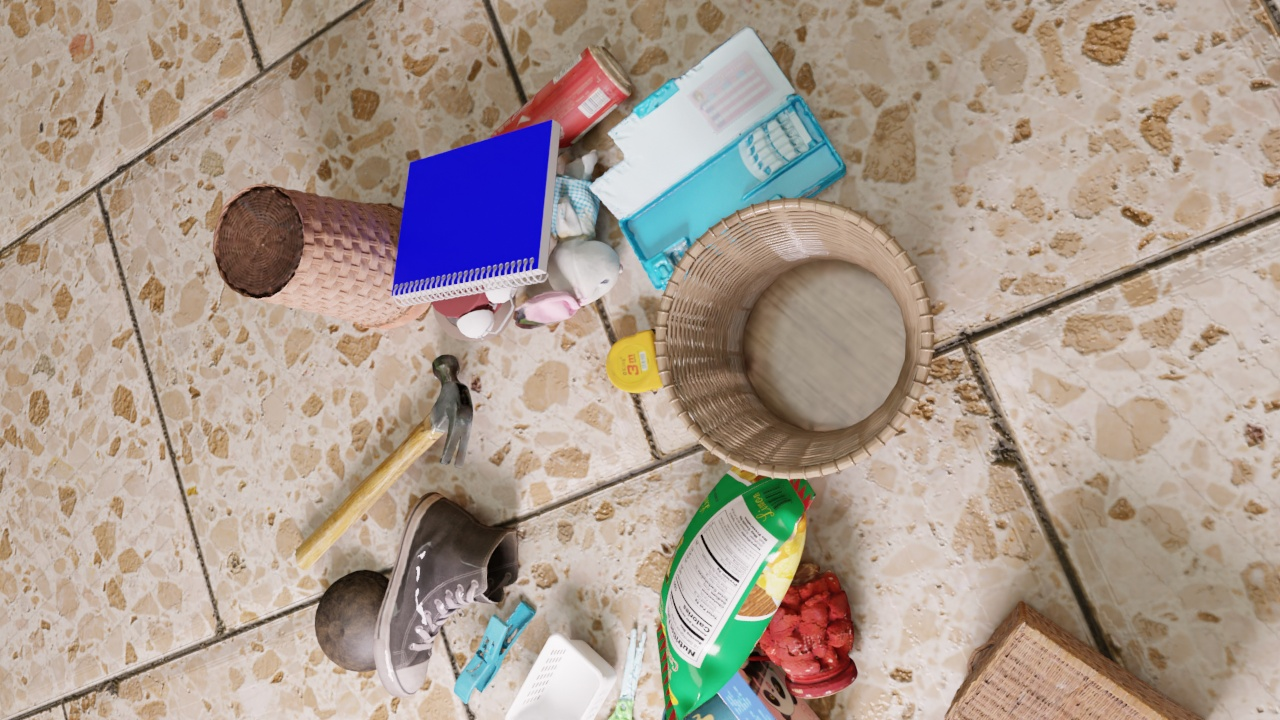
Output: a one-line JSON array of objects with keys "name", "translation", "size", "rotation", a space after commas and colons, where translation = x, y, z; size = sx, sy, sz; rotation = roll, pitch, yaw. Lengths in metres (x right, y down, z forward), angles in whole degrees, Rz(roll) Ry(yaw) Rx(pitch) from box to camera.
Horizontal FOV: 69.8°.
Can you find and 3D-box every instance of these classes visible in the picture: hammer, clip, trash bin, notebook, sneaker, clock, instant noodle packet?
[{"name": "hammer", "translation": [-0.309, 0.144, 1.086], "size": [0.331, 0.033, 0.132], "rotation": [-43, 49, 21]}, {"name": "clip", "translation": [-0.173, 0.328, 1.009], "size": [0.028, 0.113, 0.127], "rotation": [37, 115, 22]}, {"name": "trash bin", "translation": [-0.343, -0.115, 1.024], "size": [0.151, 0.209, 0.151], "rotation": [0, 89, 22]}, {"name": "notebook", "translation": [-0.177, -0.151, 0.970], "size": [0.210, 0.022, 0.171], "rotation": [-6, 73, 34]}, {"name": "sneaker", "translation": [-0.216, 0.278, 1.031], "size": [0.120, 0.095, 0.234], "rotation": [16, 88, 22]}, {"name": "clock", "translation": [-0.183, -0.079, 1.003], "size": [0.124, 0.044, 0.087], "rotation": [43, 105, 27]}, {"name": "instant noodle packet", "translation": [0.080, 0.199, 0.862], "size": [0.090, 0.195, 0.253], "rotation": [27, 100, -8]}]

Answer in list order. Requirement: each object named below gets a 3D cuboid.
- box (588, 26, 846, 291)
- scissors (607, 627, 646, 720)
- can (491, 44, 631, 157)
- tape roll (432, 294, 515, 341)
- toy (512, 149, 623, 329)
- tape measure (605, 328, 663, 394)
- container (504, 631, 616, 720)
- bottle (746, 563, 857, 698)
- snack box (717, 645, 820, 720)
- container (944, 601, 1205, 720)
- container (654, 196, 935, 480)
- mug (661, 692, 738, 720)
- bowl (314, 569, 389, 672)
[{"name": "box", "translation": [0.067, -0.198, 0.931], "size": [0.227, 0.073, 0.181], "rotation": [-33, 100, 18]}, {"name": "scissors", "translation": [-0.021, 0.370, 0.987], "size": [0.072, 0.033, 0.175], "rotation": [10, 88, 25]}, {"name": "can", "translation": [-0.090, -0.266, 0.999], "size": [0.170, 0.067, 0.067], "rotation": [-37, 76, 17]}, {"name": "tape roll", "translation": [-0.192, -0.069, 1.057], "size": [0.094, 0.030, 0.093], "rotation": [-1, 89, 22]}, {"name": "toy", "translation": [-0.067, -0.125, 0.989], "size": [0.105, 0.131, 0.205], "rotation": [14, 85, -9]}, {"name": "tape measure", "translation": [-0.006, 0.006, 0.979], "size": [0.059, 0.030, 0.068], "rotation": [-14, 81, 21]}, {"name": "container", "translation": [-0.081, 0.362, 0.987], "size": [0.081, 0.049, 0.129], "rotation": [34, 102, 29]}, {"name": "bottle", "translation": [0.153, 0.256, 0.881], "size": [0.099, 0.098, 0.111], "rotation": [-15, 93, 21]}, {"name": "snack box", "translation": [0.130, 0.341, 0.885], "size": [0.033, 0.087, 0.154], "rotation": [-45, 74, 16]}, {"name": "container", "translation": [0.371, 0.306, 0.772], "size": [0.198, 0.112, 0.114], "rotation": [34, 101, 19]}, {"name": "container", "translation": [0.153, -0.015, 0.824], "size": [0.227, 0.196, 0.227], "rotation": [-1, 89, 22]}, {"name": "mug", "translation": [0.068, 0.374, 0.921], "size": [0.104, 0.084, 0.112], "rotation": [-49, 44, 8]}, {"name": "bowl", "translation": [-0.345, 0.317, 1.098], "size": [0.121, 0.056, 0.121], "rotation": [-1, 89, 22]}]
